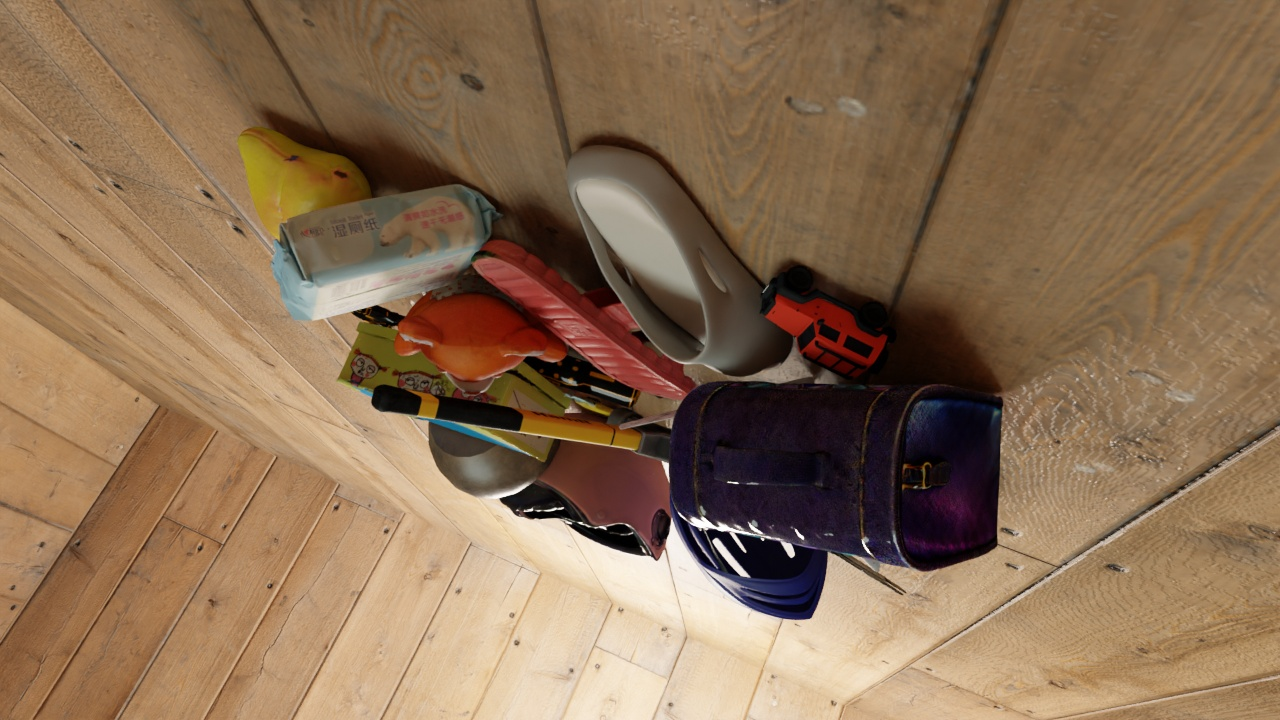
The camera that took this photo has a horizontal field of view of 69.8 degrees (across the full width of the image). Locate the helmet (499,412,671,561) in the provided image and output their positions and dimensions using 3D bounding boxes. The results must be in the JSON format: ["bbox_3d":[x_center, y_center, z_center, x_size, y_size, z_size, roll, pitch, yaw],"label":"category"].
[{"bbox_3d":[-0.062,0.157,1.175,0.230,0.152,0.255,2,151,41],"label":"helmet"}]

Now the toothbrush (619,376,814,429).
[{"bbox_3d":[0.068,0.042,0.829,0.182,0.010,0.010,-14,147,12],"label":"toothbrush"}]

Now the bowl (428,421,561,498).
[{"bbox_3d":[-0.176,0.074,1.068,0.162,0.162,0.070,14,158,28],"label":"bowl"}]

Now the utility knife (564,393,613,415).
[{"bbox_3d":[-0.053,0.051,1.025,0.030,0.019,0.218,11,177,10],"label":"utility knife"}]

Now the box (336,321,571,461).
[{"bbox_3d":[-0.201,0.030,0.981,0.221,0.082,0.124,15,166,30],"label":"box"}]

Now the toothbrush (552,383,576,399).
[{"bbox_3d":[-0.160,0.016,1.145,0.185,0.015,0.015,17,165,25],"label":"toothbrush"}]

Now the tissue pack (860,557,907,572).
[{"bbox_3d":[0.249,0.176,0.995,0.104,0.071,0.182,31,155,-11],"label":"tissue pack"}]

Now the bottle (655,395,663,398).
[{"bbox_3d":[-0.005,0.005,0.920,0.030,0.030,0.113,7,153,39],"label":"bottle"}]

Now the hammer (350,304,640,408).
[{"bbox_3d":[-0.153,-0.012,0.974,0.320,0.036,0.123,17,168,1],"label":"hammer"}]

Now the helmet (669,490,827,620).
[{"bbox_3d":[0.117,0.156,0.936,0.241,0.147,0.228,56,169,13],"label":"helmet"}]

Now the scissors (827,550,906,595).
[{"bbox_3d":[0.216,0.214,1.097,0.228,0.016,0.134,30,-176,13],"label":"scissors"}]

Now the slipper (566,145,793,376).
[{"bbox_3d":[0.024,-0.048,0.692,0.113,0.080,0.266,5,151,36],"label":"slipper"}]

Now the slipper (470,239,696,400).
[{"bbox_3d":[-0.033,-0.040,0.798,0.248,0.059,0.104,37,162,-33],"label":"slipper"}]

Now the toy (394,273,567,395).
[{"bbox_3d":[-0.148,-0.024,0.843,0.163,0.093,0.172,5,-166,-6],"label":"toy"}]

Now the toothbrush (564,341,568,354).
[{"bbox_3d":[-0.096,0.000,1.028,0.021,0.016,0.135,20,160,-4],"label":"toothbrush"}]

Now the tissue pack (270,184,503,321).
[{"bbox_3d":[-0.215,-0.094,0.770,0.112,0.181,0.070,-33,78,62],"label":"tissue pack"}]

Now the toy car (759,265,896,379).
[{"bbox_3d":[0.133,-0.025,0.665,0.100,0.048,0.051,26,159,-1],"label":"toy car"}]

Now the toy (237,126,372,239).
[{"bbox_3d":[-0.298,-0.129,0.857,0.134,0.087,0.194,25,160,12],"label":"toy"}]

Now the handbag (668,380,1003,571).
[{"bbox_3d":[0.143,0.079,0.691,0.221,0.125,0.205,5,177,-41],"label":"handbag"}]

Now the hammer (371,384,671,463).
[{"bbox_3d":[-0.087,0.060,0.842,0.324,0.034,0.170,13,-175,-34],"label":"hammer"}]
